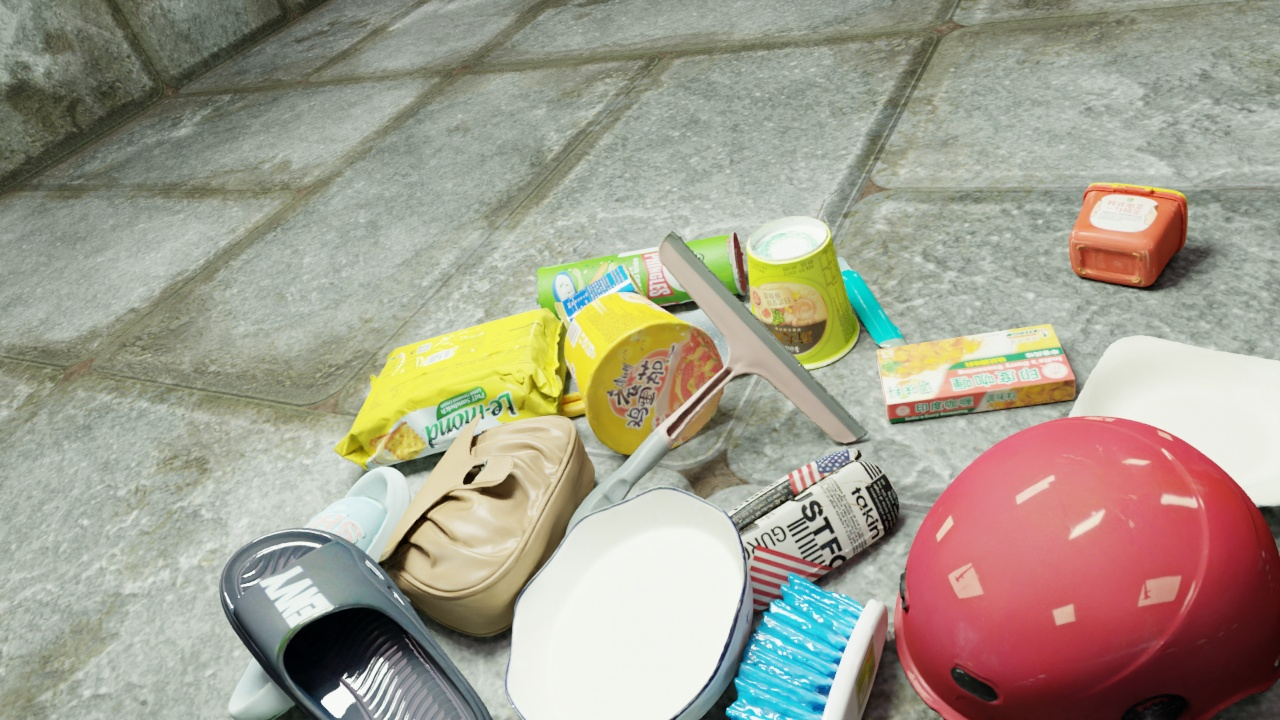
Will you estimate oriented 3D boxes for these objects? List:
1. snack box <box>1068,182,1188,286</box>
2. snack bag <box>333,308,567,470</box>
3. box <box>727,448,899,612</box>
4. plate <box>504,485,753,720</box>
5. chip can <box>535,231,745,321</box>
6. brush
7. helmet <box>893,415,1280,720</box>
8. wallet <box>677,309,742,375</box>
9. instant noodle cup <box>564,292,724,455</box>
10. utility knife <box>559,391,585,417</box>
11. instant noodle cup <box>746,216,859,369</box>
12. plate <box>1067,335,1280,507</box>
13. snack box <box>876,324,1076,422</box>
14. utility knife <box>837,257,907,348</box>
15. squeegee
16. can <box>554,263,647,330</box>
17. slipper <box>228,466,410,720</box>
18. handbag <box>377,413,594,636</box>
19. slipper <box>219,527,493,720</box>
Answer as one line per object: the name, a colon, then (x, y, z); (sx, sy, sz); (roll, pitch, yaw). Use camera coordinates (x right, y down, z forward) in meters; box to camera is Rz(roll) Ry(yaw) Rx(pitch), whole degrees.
snack box: (0.462, -0.120, 0.878); (0.091, 0.082, 0.080); (18, 59, 40)
snack bag: (-0.189, 0.023, 0.962); (0.247, 0.068, 0.157); (-16, 29, 10)
box: (0.121, 0.130, 0.734); (0.162, 0.075, 0.086); (-30, 7, -11)
plate: (-0.006, 0.188, 0.662); (0.205, 0.045, 0.204); (-26, 38, 22)
chip can: (-0.001, -0.092, 1.045); (0.236, 0.072, 0.072); (-8, 37, 15)
brush: (0.093, 0.243, 0.539); (0.110, 0.060, 0.313); (5, 30, 28)
helmet: (0.277, 0.126, 0.587); (0.240, 0.144, 0.206); (-23, 38, -4)
wallet: (0.061, -0.012, 0.962); (0.097, 0.019, 0.120); (-21, 37, 1)
instant noodle cup: (-0.005, 0.005, 0.870); (0.138, 0.138, 0.110); (-26, 33, -10)
utility knife: (-0.122, 0.057, 0.950); (0.202, 0.015, 0.033); (-14, 34, 6)
instant noodle cup: (0.153, -0.072, 0.908); (0.112, 0.123, 0.111); (-12, 37, 9)
plate: (0.427, 0.050, 0.707); (0.164, 0.034, 0.163); (16, 48, 38)
snack box: (0.295, 0.012, 0.820); (0.156, 0.027, 0.076); (-9, 38, 13)
utility knife: (0.233, -0.061, 0.952); (0.029, 0.013, 0.182); (-14, 38, 0)
squeegee: (0.024, 0.063, 0.789); (0.249, 0.247, 0.040); (-45, 8, -7)
can: (-0.026, -0.038, 0.945); (0.083, 0.102, 0.057); (-32, 36, 4)
slipper: (-0.281, 0.187, 0.780); (0.104, 0.074, 0.244); (-25, 31, 36)
handbag: (-0.132, 0.127, 0.792); (0.148, 0.100, 0.203); (0, 40, 25)
slipper: (-0.207, 0.207, 0.666); (0.268, 0.083, 0.110); (38, 61, 22)
